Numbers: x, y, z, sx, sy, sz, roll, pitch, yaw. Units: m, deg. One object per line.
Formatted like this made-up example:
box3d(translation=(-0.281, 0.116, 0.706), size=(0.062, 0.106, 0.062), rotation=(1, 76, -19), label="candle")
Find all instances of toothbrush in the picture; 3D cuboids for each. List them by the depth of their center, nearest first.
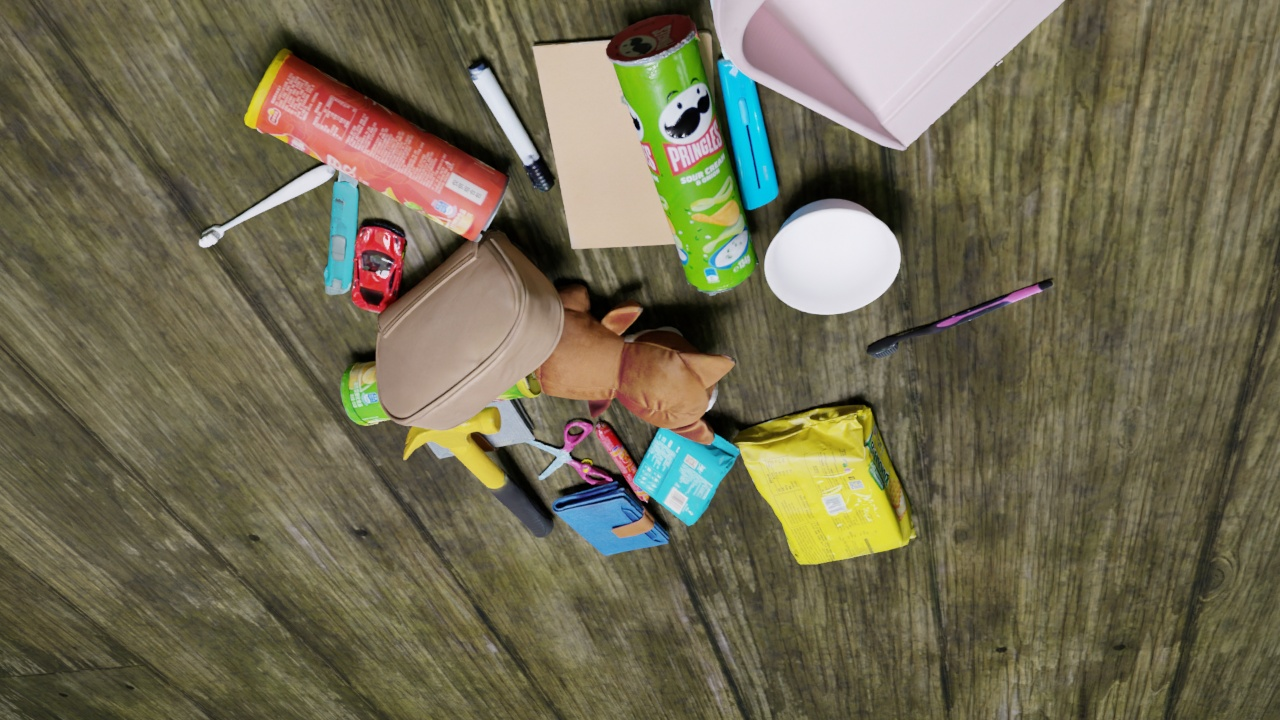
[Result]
box3d(translation=(-0.361, -0.148, 0.881), size=(0.180, 0.016, 0.016), rotation=(-21, 131, 23), label="toothbrush")
box3d(translation=(0.318, -0.040, 0.922), size=(0.190, 0.014, 0.018), rotation=(-23, 138, 25), label="toothbrush")

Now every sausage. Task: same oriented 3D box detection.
box3d(translation=(-0.019, 0.124, 1.112), size=(0.020, 0.020, 0.156), rotation=(-14, 131, 18), label="sausage")

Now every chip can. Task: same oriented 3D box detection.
box3d(translation=(0.042, -0.166, 0.774), size=(0.072, 0.072, 0.236), rotation=(-10, 133, 15), label="chip can")
box3d(translation=(-0.223, -0.183, 0.796), size=(0.216, 0.073, 0.073), rotation=(27, 131, -19), label="chip can")
box3d(translation=(-0.216, 0.021, 0.993), size=(0.221, 0.072, 0.073), rotation=(-10, 132, 15), label="chip can")

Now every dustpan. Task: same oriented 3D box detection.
box3d(translation=(0.182, -0.252, 0.642), size=(0.273, 0.138, 0.223), rotation=(27, 130, -19), label="dustpan")

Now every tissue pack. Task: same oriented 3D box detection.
box3d(translation=(0.052, 0.120, 1.059), size=(0.093, 0.050, 0.134), rotation=(36, 136, 12), label="tissue pack")

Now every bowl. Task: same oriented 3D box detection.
box3d(translation=(0.171, -0.107, 0.835), size=(0.118, 0.064, 0.118), rotation=(3, 135, 3), label="bowl")

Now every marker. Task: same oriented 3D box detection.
box3d(translation=(-0.113, -0.202, 0.803), size=(0.023, 0.018, 0.131), rotation=(-9, 134, 26), label="marker")

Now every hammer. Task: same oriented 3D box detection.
box3d(translation=(-0.172, 0.140, 1.086), size=(0.129, 0.032, 0.301), rotation=(-8, 146, 16), label="hammer")

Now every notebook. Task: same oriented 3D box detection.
box3d(translation=(-0.005, -0.187, 0.814), size=(0.148, 0.008, 0.208), rotation=(-2, 134, 7), label="notebook")

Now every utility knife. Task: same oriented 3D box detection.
box3d(translation=(0.083, -0.221, 0.766), size=(0.034, 0.018, 0.219), rotation=(-8, 132, 14), label="utility knife")
box3d(translation=(-0.293, -0.125, 0.899), size=(0.029, 0.013, 0.176), rotation=(14, 134, -9), label="utility knife")

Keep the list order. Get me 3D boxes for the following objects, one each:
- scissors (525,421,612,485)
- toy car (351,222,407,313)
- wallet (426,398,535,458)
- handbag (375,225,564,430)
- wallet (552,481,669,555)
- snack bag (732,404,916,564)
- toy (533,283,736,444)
box3d(translation=(-0.087, 0.115, 1.113), size=(0.133, 0.017, 0.134), rotation=(26, 134, -15), label="scissors")
box3d(translation=(-0.263, -0.091, 0.918), size=(0.049, 0.031, 0.107), rotation=(14, 132, -9), label="toy car")
box3d(translation=(-0.199, 0.071, 1.065), size=(0.130, 0.036, 0.107), rotation=(-10, 132, 15), label="wallet")
box3d(translation=(-0.168, -0.026, 0.890), size=(0.205, 0.147, 0.099), rotation=(-34, 152, 23), label="handbag")
box3d(translation=(-0.035, 0.207, 1.176), size=(0.106, 0.040, 0.133), rotation=(-16, 139, 22), label="wallet")
box3d(translation=(0.222, 0.153, 1.083), size=(0.158, 0.068, 0.246), rotation=(-16, 129, 20), label="snack bag")
box3d(translation=(-0.006, 0.005, 0.930), size=(0.200, 0.130, 0.140), rotation=(21, 138, 15), label="toy")
